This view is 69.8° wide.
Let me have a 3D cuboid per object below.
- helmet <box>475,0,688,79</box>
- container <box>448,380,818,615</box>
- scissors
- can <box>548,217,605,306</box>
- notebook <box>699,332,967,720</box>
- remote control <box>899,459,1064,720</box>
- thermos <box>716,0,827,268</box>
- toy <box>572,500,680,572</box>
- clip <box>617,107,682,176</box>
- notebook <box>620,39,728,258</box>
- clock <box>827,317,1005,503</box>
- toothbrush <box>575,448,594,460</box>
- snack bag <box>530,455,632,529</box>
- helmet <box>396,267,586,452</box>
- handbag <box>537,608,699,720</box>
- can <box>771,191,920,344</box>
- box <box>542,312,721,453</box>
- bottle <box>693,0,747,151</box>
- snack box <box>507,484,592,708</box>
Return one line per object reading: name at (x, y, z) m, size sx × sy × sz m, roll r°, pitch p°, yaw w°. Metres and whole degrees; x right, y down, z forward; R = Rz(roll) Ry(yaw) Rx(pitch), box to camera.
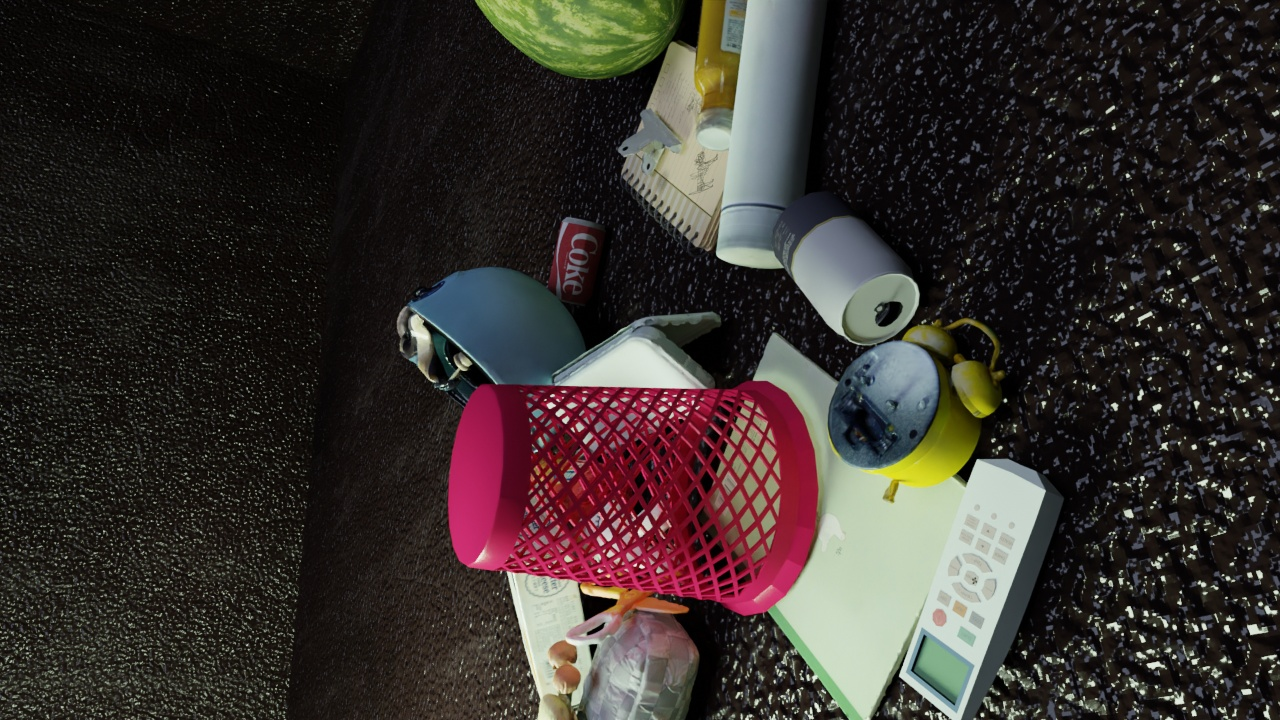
helmet at (-0.060, -0.412, 0.959) m, size 0.247 × 0.243 × 0.213 m, roll 38°, pitch 81°, yaw 22°
container at (-0.015, 0.093, 0.682) m, size 0.184 × 0.225 × 0.183 m, roll -30°, pitch 56°, yaw 59°
scissors at (-0.013, 0.203, 0.765) m, size 0.126 × 0.128 × 0.011 m, roll -3°, pitch 113°, yaw 42°
can at (-0.075, -0.115, 1.076) m, size 0.054 × 0.054 × 0.096 m, roll 20°, pitch 98°, yaw 62°
notebook at (0.125, 0.109, 0.667) m, size 0.252 × 0.010 × 0.182 m, roll 48°, pitch 123°, yaw 57°
remote control at (0.193, 0.126, 0.516) m, size 0.049 × 0.024 × 0.143 m, roll 31°, pitch 106°, yaw 61°
thermos at (0.107, -0.191, 0.746) m, size 0.068 × 0.067 × 0.230 m, roll -2°, pitch 80°, yaw 62°
toy at (-0.022, 0.166, 0.835) m, size 0.126 × 0.037 × 0.076 m, roll -7°, pitch 90°, yaw 32°
clip at (0.006, -0.221, 0.934) m, size 0.054 × 0.038 × 0.101 m, roll -52°, pitch 34°, yaw 17°
notebook at (0.049, -0.214, 0.908) m, size 0.168 × 0.024 × 0.225 m, roll -67°, pitch 30°, yaw 21°
clock at (0.168, 0.024, 0.555) m, size 0.119 × 0.057 × 0.083 m, roll -54°, pitch 32°, yaw 16°
toothbrush at (-0.020, 0.077, 0.944) m, size 0.182 × 0.018 × 0.015 m, roll -33°, pitch 53°, yaw 53°
snack bag at (-0.066, 0.142, 0.950) m, size 0.177 × 0.082 × 0.082 m, roll -1°, pitch 79°, yaw 62°
helmet at (-0.155, -0.013, 1.028) m, size 0.166 × 0.225 × 0.266 m, roll -45°, pitch 13°, yaw -12°
handbag at (-0.026, 0.287, 0.769) m, size 0.112 × 0.123 × 0.171 m, roll -142°, pitch 69°, yaw -72°
can at (0.142, -0.063, 0.635) m, size 0.064 × 0.064 × 0.127 m, roll -63°, pitch 32°, yaw 28°
box at (-0.005, -0.002, 0.869) m, size 0.217 × 0.107 × 0.109 m, roll -30°, pitch 28°, yaw 51°
bottle at (0.076, -0.275, 0.808) m, size 0.053 × 0.053 × 0.186 m, roll -23°, pitch 56°, yaw 58°
snack box at (-0.093, 0.232, 0.892) m, size 0.104 × 0.057 × 0.208 m, roll -124°, pitch 23°, yaw -55°
